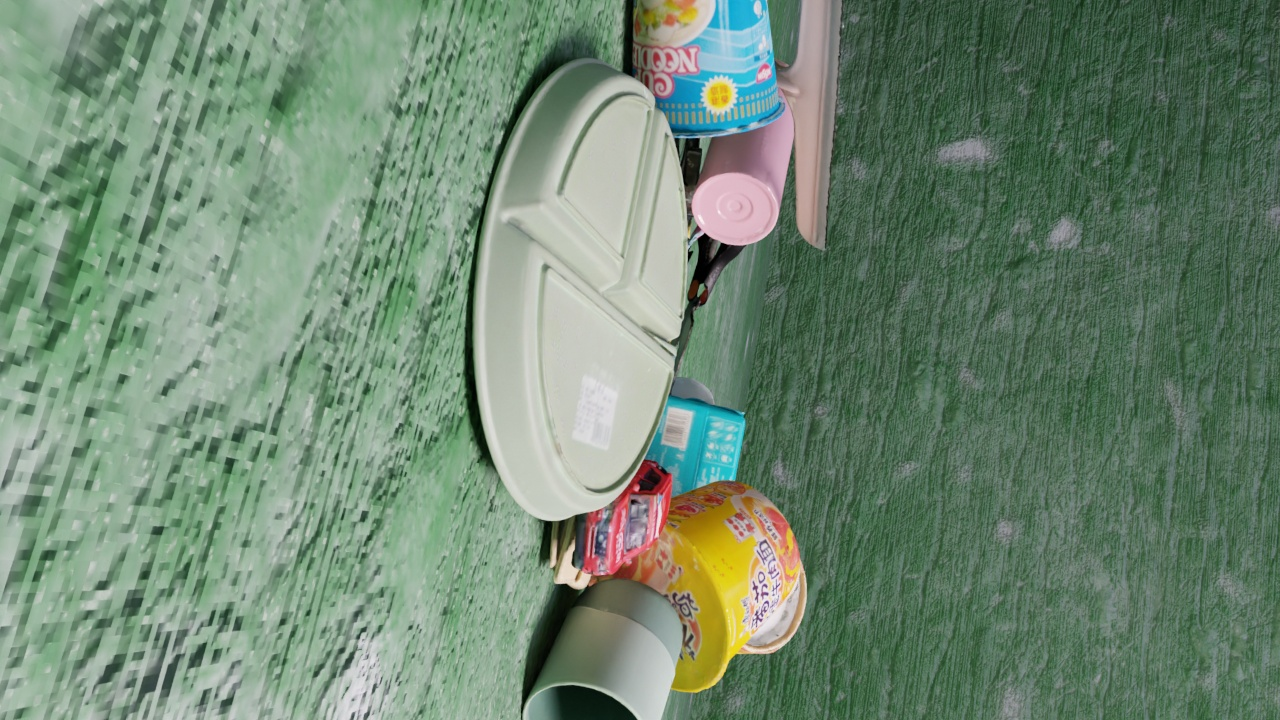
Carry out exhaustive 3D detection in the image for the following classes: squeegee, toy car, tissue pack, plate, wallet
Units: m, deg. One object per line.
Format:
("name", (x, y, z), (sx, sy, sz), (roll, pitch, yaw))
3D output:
("squeegee", (0.069, -0.239, 0.634), (0.248, 0.040, 0.249), (79, -7, -51))
("toy car", (-0.009, 0.092, 0.560), (0.120, 0.045, 0.053), (-30, 126, -72))
("tissue pack", (0.035, 0.098, 0.796), (0.050, 0.093, 0.133), (121, -18, -75))
("plate", (-0.017, -0.032, 0.462), (0.230, 0.027, 0.230), (7, 90, -70))
("wallet", (-0.038, 0.105, 0.597), (0.115, 0.024, 0.087), (60, 36, -75))

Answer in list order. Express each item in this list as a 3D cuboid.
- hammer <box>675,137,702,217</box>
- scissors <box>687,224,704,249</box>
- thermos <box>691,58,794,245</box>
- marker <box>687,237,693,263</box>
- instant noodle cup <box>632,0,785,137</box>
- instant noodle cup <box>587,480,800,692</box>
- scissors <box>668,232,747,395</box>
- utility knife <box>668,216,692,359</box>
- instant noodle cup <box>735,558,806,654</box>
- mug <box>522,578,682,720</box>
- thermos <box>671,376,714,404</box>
("hammer", (0.059, -0.282, 0.754), (0.126, 0.032, 0.323), (-35, 134, -78))
("scissors", (0.044, -0.102, 0.772), (0.133, 0.017, 0.056), (-50, -171, -25))
("thermos", (0.085, -0.173, 0.750), (0.087, 0.067, 0.198), (-46, -160, 42))
("marker", (0.025, -0.071, 0.793), (0.022, 0.020, 0.131), (54, 30, -20))
("instant noodle cup", (0.035, -0.200, 0.541), (0.099, 0.099, 0.110), (-66, 154, -56))
("instant noodle cup", (0.045, 0.158, 0.687), (0.109, 0.138, 0.138), (-22, 127, -43))
("scissors", (0.060, -0.081, 0.841), (0.230, 0.021, 0.189), (-56, -154, 34))
("utility knife", (0.036, -0.073, 0.895), (0.030, 0.018, 0.166), (-51, 154, -60))
("instant noodle cup", (0.080, 0.211, 0.851), (0.109, 0.137, 0.137), (-17, -125, 55))
("mug", (-0.028, 0.211, 0.606), (0.112, 0.082, 0.106), (-50, -174, 30))
("thermos", (0.049, 0.079, 0.953), (0.220, 0.070, 0.070), (72, 29, -71))
